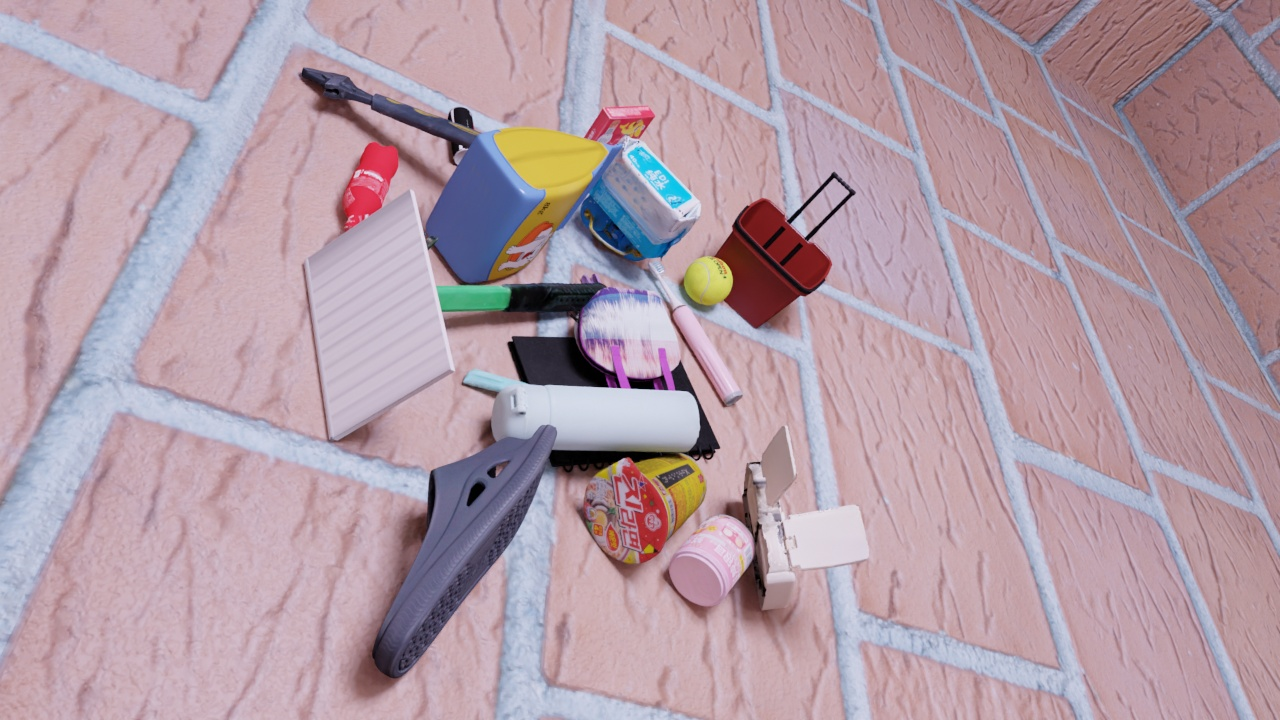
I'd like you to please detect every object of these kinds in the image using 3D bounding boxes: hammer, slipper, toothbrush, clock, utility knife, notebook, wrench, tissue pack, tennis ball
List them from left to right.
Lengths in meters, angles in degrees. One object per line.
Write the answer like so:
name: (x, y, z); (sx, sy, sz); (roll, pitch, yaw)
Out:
notebook: (-0.252, -0.046, 0.864); (0.009, 0.143, 0.209); (33, 32, -56)
wrench: (-0.276, -0.288, 1.066); (0.273, 0.022, 0.073); (22, 22, 8)
slipper: (-0.164, 0.149, 0.802); (0.083, 0.111, 0.267); (28, 46, 8)
hammer: (-0.150, -0.069, 1.002); (0.032, 0.130, 0.318); (22, 17, 37)
utility knife: (-0.108, 0.036, 0.970); (0.158, 0.015, 0.022); (16, 43, -8)
notebook: (-0.025, 0.045, 1.051); (0.231, 0.019, 0.169); (0, 55, -38)
clock: (-0.019, -0.190, 1.222); (0.117, 0.061, 0.161); (37, 44, -8)
tissue pack: (0.005, -0.203, 1.140); (0.144, 0.093, 0.061); (48, 48, 2)
toothbrush: (0.067, -0.040, 1.188); (0.026, 0.027, 0.222); (-24, 71, -17)
tennis ball: (0.091, -0.107, 1.235); (0.065, 0.065, 0.065); (21, 45, -23)

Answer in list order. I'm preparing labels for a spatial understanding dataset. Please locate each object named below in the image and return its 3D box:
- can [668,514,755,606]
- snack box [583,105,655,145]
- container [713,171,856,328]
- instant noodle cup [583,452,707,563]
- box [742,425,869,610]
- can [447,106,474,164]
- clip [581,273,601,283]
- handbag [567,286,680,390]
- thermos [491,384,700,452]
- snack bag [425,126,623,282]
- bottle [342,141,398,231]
can: (0.075, 0.208, 0.954); (0.067, 0.067, 0.076); (47, 41, 5)
snack box: (-0.047, -0.283, 1.222); (0.089, 0.133, 0.021); (-18, 68, -46)
container: (0.195, -0.157, 1.255); (0.148, 0.201, 0.126); (44, 41, 1)
instant noodle cup: (0.013, 0.144, 0.949); (0.100, 0.101, 0.112); (54, 31, 12)
box: (0.167, 0.169, 0.967); (0.101, 0.187, 0.144); (3, 57, -14)
can: (-0.224, -0.283, 1.160); (0.031, 0.032, 0.080); (9, 51, -33)
clip: (-0.054, -0.086, 1.144); (0.036, 0.013, 0.052); (-17, 70, -44)
handbag: (-0.006, 0.006, 1.046); (0.144, 0.068, 0.169); (2, 59, -37)
thermos: (-0.046, 0.060, 0.938); (0.206, 0.078, 0.065); (3, 61, -20)
snack bag: (-0.123, -0.186, 1.062); (0.204, 0.159, 0.102); (-24, 73, -48)
bottle: (-0.301, -0.189, 1.012); (0.042, 0.042, 0.141); (25, 44, -20)
